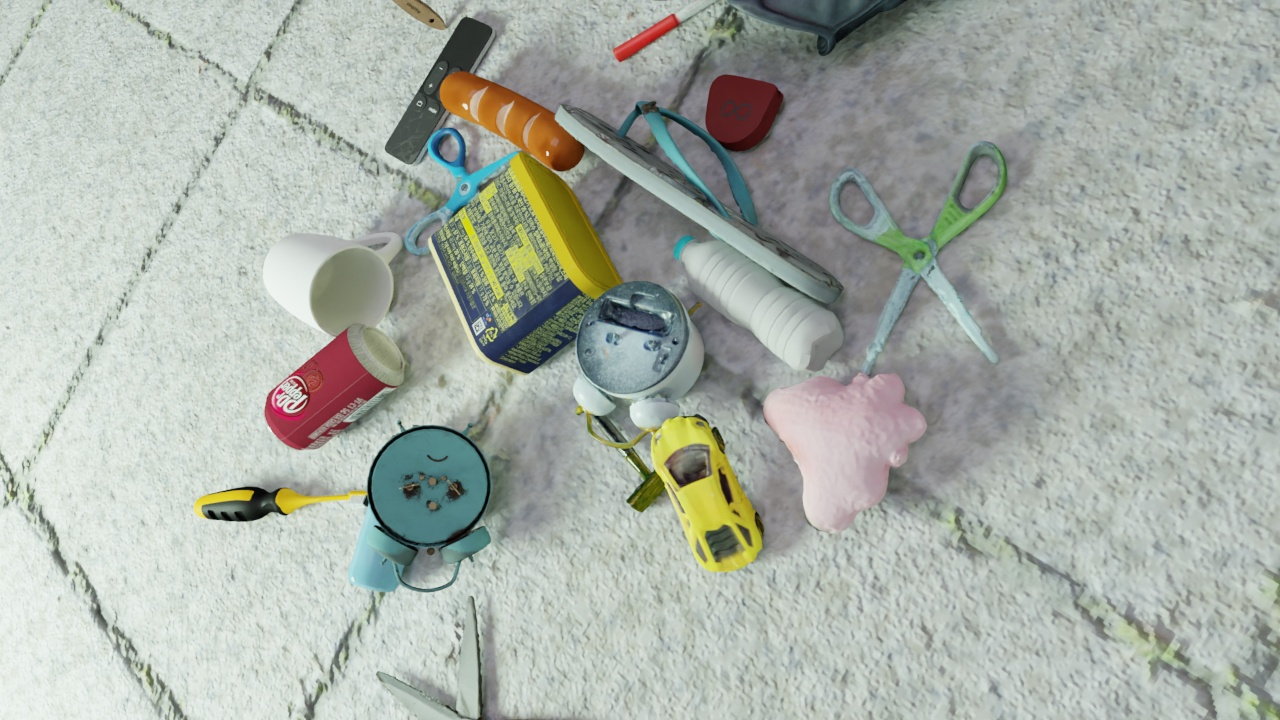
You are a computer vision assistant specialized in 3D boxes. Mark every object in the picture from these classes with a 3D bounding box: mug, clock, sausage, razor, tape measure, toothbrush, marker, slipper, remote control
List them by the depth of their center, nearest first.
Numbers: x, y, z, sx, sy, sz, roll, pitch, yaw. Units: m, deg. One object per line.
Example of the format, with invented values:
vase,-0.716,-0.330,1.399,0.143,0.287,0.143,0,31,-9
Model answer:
slipper,0.036,-0.130,0.635,0.269,0.098,0.055,42,111,29
clock,-0.004,0.004,0.640,0.083,0.057,0.117,16,79,28
slipper,0.127,-0.262,0.648,0.266,0.083,0.108,-3,35,14
razor,-0.016,0.057,0.657,0.042,0.026,0.106,-49,56,10
clock,-0.155,0.108,0.680,0.090,0.053,0.124,3,83,-9
tape measure,0.072,-0.183,0.681,0.059,0.019,0.051,27,91,38
marker,0.040,-0.280,0.729,0.142,0.012,0.012,-26,65,19
sausage,-0.106,-0.201,0.765,0.164,0.044,0.039,34,133,31
toothbrush,-0.307,0.121,0.789,0.197,0.031,0.030,-7,48,22
mug,-0.263,-0.079,0.803,0.088,0.081,0.114,21,55,37
remote control,-0.184,-0.246,0.840,0.045,0.008,0.146,33,92,31

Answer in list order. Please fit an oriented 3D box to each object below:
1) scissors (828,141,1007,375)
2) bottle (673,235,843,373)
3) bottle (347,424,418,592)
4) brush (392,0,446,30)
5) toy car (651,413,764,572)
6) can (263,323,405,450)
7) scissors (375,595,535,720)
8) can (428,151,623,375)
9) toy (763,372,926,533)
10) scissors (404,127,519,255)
scissors,0.177,-0.069,0.599,0.166,0.024,0.171,28,88,26
bottle,0.075,-0.044,0.624,0.136,0.044,0.044,40,96,31
bottle,-0.193,0.114,0.722,0.040,0.040,0.130,10,80,30
brush,-0.224,-0.330,0.807,0.045,0.143,0.008,-29,62,27
toy car,0.042,0.086,0.597,0.049,0.030,0.107,-26,88,18
can,-0.256,0.023,0.768,0.114,0.063,0.063,-36,62,14
scissors,-0.109,0.282,0.643,0.230,0.016,0.225,-5,73,27
can,-0.088,-0.071,0.702,0.104,0.075,0.135,-37,62,17
toy,0.126,0.045,0.567,0.093,0.050,0.102,-34,59,19
scissors,-0.159,-0.153,0.799,0.134,0.011,0.140,-30,64,20
